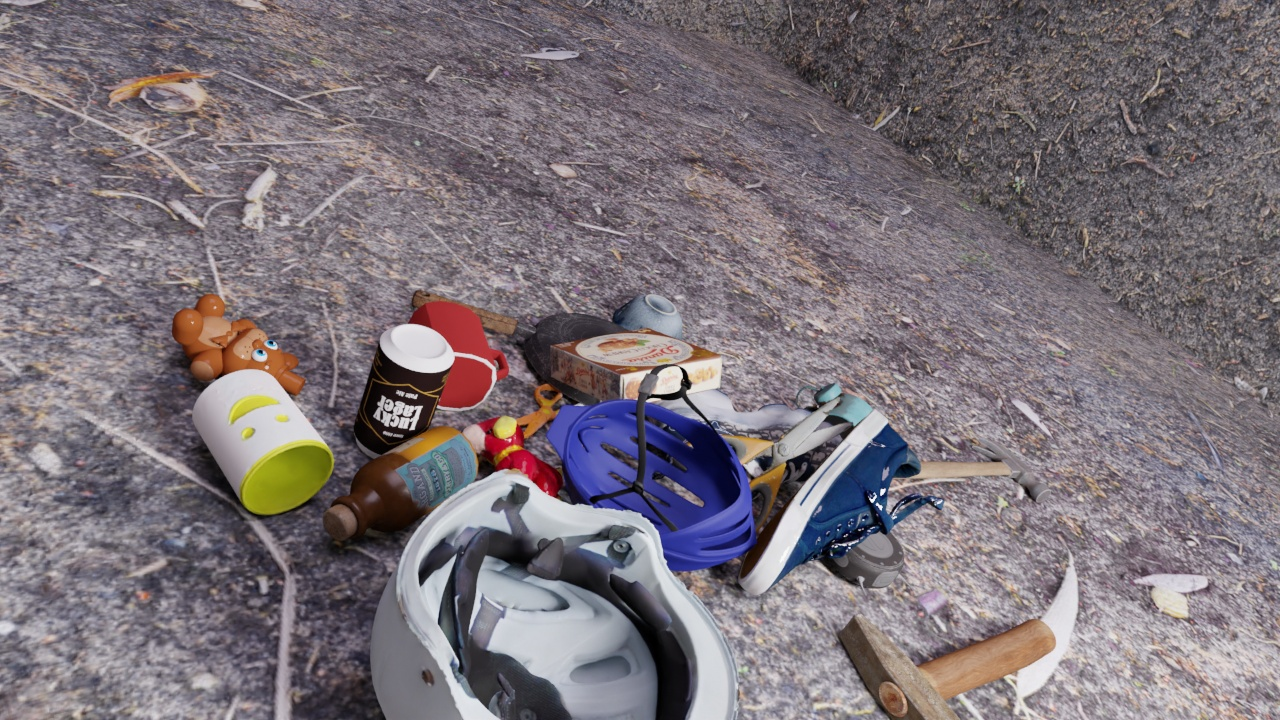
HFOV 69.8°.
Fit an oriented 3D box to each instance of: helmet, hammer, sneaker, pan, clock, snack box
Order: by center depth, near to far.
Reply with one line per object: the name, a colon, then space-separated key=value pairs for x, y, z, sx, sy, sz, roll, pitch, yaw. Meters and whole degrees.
helmet: x=-0.072 y=0.227 z=0.678 sx=0.264 sy=0.164 sz=0.236 roll=26 pitch=33 yaw=-13
helmet: x=0.028 y=0.102 z=0.893 sx=0.241 sy=0.228 sz=0.147 roll=27 pitch=56 yaw=0
hammer: x=0.356 y=0.321 z=0.987 sx=0.300 sy=0.037 sz=0.158 roll=-1 pitch=39 yaw=-39
sneaker: x=0.224 y=0.174 z=1.002 sx=0.127 sy=0.121 sz=0.293 roll=44 pitch=52 yaw=12
snack box: x=-0.006 y=0.006 z=1.055 sx=0.142 sy=0.041 sz=0.147 roll=-11 pitch=21 yaw=-35
clock: x=0.253 y=0.219 z=1.061 sx=0.091 sy=0.044 sz=0.122 roll=3 pitch=35 yaw=-31
sneaker: x=0.132 y=0.122 z=1.094 sx=0.269 sy=0.103 sz=0.132 roll=16 pitch=46 yaw=-16
pan: x=-0.119 y=-0.029 z=1.164 sx=0.356 sy=0.040 sz=0.207 roll=21 pitch=27 yaw=-14
clock: x=0.263 y=0.082 z=1.244 sx=0.124 sy=0.090 sz=0.053 roll=36 pitch=41 yaw=15
hammer: x=0.455 y=0.162 z=1.339 sx=0.330 sy=0.031 sz=0.119 roll=2 pitch=37 yaw=-31

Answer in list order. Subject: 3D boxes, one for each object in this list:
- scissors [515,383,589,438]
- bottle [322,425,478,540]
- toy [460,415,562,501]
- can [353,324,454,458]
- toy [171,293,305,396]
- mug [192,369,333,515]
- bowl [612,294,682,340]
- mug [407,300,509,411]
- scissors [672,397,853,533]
scissors: x=-0.102 y=0.069 z=1.058 sx=0.084 sy=0.012 sz=0.132 roll=28 pitch=29 yaw=6
bottle: x=-0.220 y=0.116 z=0.833 sx=0.068 sy=0.068 sz=0.156 roll=35 pitch=31 yaw=15
toy: x=-0.122 y=0.114 z=0.925 sx=0.105 sy=0.067 sz=0.137 roll=5 pitch=43 yaw=-43
can: x=-0.232 y=0.032 z=0.895 sx=0.072 sy=0.129 sz=0.071 roll=19 pitch=30 yaw=-12
toy: x=-0.392 y=-0.008 z=0.905 sx=0.127 sy=0.065 sz=0.094 roll=28 pitch=32 yaw=-7
mug: x=-0.332 y=0.071 z=0.805 sx=0.082 sy=0.083 sz=0.106 roll=-11 pitch=45 yaw=-47
bowl: x=0.019 y=-0.059 z=1.310 sx=0.110 sy=0.055 sz=0.110 roll=20 pitch=30 yaw=-12
mug: x=-0.199 y=-0.002 z=1.027 sx=0.116 sy=0.081 sz=0.096 roll=15 pitch=31 yaw=-33
scissors: x=0.139 y=0.101 z=1.037 sx=0.166 sy=0.016 sz=0.224 roll=46 pitch=72 yaw=1
